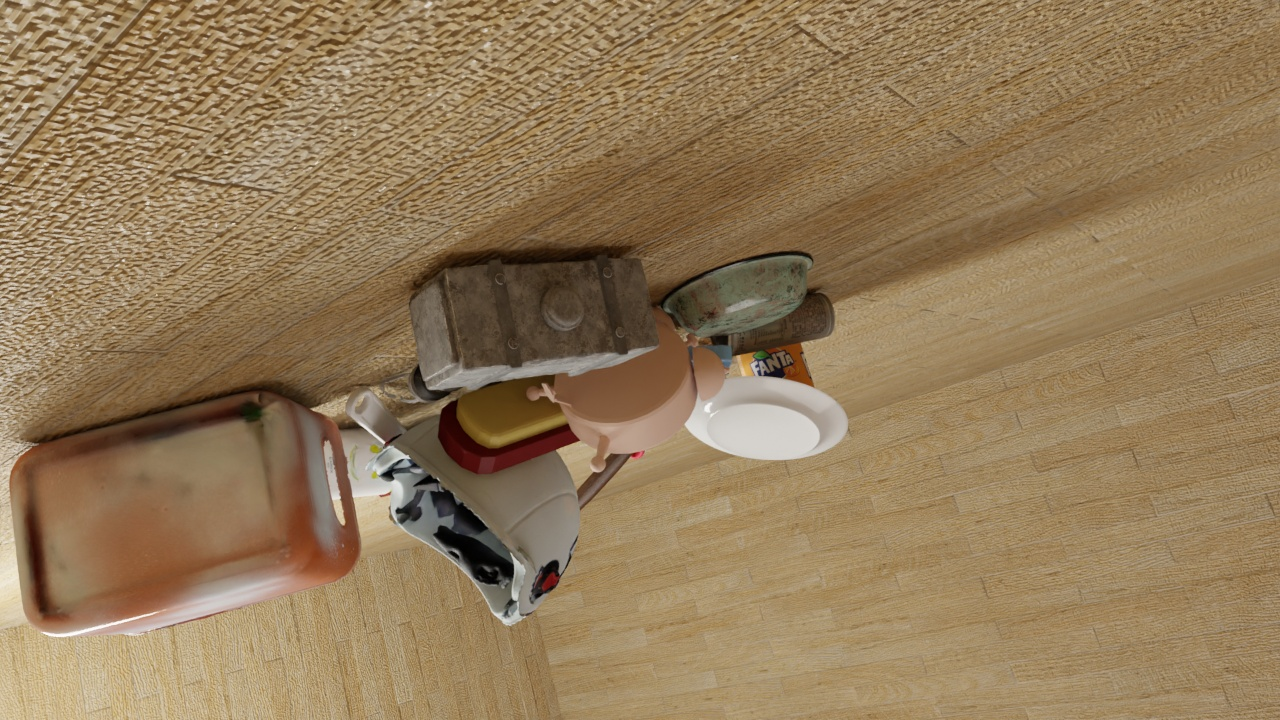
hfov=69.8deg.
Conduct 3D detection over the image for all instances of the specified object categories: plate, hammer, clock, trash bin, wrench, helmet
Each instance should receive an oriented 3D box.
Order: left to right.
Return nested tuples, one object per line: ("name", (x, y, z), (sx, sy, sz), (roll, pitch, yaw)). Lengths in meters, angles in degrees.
("trash bin", (-0.415, 0.143, 0.854), (0.259, 0.181, 0.157), (-14, 167, -5))
("wrench", (-0.270, 0.089, 1.029), (0.066, 0.018, 0.273), (-58, 163, -18))
("hammer", (-0.141, -0.004, 0.794), (0.176, 0.079, 0.327), (-7, 171, -35))
("helmet", (-0.158, 0.146, 0.995), (0.163, 0.236, 0.265), (-45, 160, -27))
("clock", (-0.013, 0.014, 0.864), (0.160, 0.131, 0.086), (-30, 137, -20))
("hammer", (-0.015, 0.111, 1.203), (0.323, 0.033, 0.115), (-48, 146, 8))
("plate", (0.139, 0.076, 1.046), (0.188, 0.016, 0.189), (7, 147, 4))

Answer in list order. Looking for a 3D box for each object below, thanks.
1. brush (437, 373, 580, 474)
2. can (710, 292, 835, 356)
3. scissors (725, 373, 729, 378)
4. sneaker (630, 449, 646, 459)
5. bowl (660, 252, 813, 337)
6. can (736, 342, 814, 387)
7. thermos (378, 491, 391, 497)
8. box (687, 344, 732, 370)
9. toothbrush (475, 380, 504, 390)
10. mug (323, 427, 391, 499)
("brush", (-0.115, 0.052, 0.912), (0.173, 0.082, 0.042), (-18, 140, -39))
("can", (0.148, -0.040, 1.031), (0.135, 0.054, 0.054), (-11, 168, -21))
("scissors", (0.062, 0.026, 1.071), (0.171, 0.013, 0.173), (-4, 173, 10))
("sneaker", (-0.009, 0.087, 1.304), (0.090, 0.104, 0.236), (-21, 168, 26))
("bowl", (0.101, -0.059, 0.917), (0.157, 0.038, 0.157), (-15, 169, -3))
("can", (0.165, 0.019, 1.110), (0.079, 0.142, 0.079), (-15, 169, -3))
("thermos", (-0.250, 0.117, 1.213), (0.198, 0.084, 0.108), (-11, -161, -9))
("box", (-0.006, 0.006, 1.002), (0.209, 0.021, 0.125), (0, 168, 0))
("toothbrush", (-0.130, 0.028, 1.086), (0.016, 0.016, 0.166), (-23, 166, 36))
("mug", (-0.348, 0.121, 1.078), (0.083, 0.082, 0.106), (-24, 165, 37))
